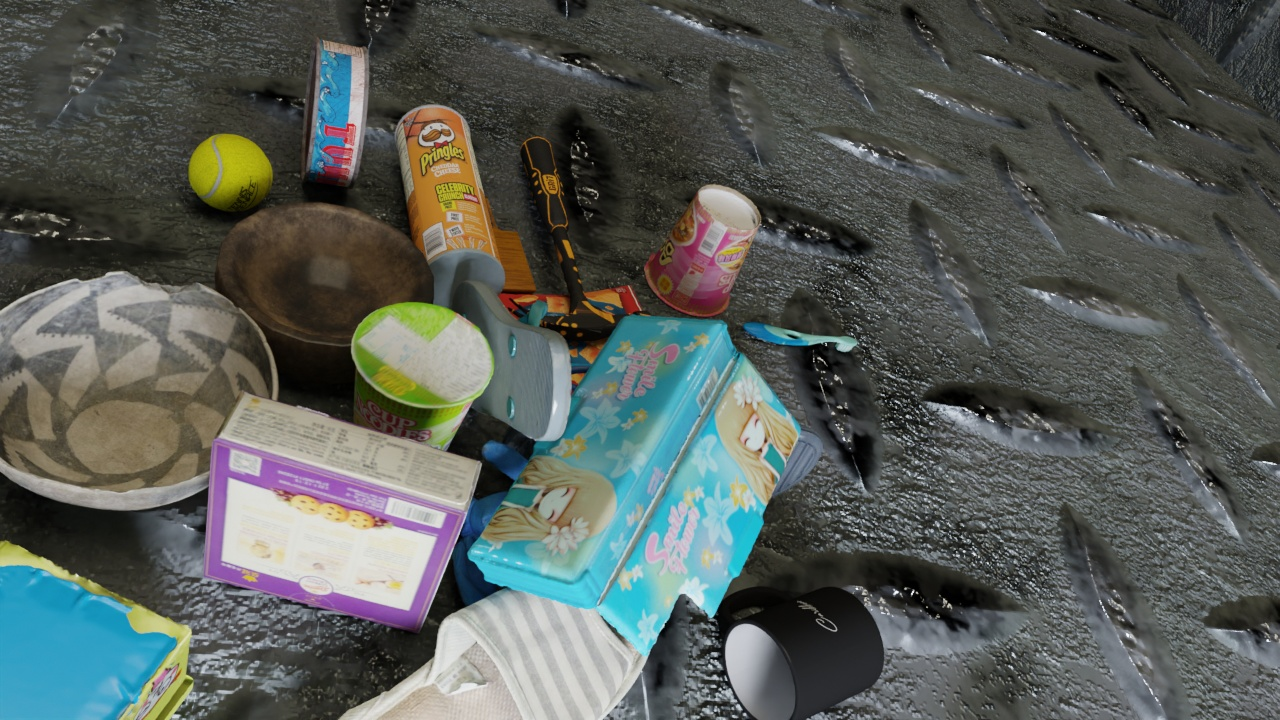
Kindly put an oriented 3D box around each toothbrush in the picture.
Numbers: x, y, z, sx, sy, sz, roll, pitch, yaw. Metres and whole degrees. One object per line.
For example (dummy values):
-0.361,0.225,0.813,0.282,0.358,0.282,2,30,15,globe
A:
0.168,-0.024,0.972,0.135,0.017,0.022,7,46,-18,toothbrush

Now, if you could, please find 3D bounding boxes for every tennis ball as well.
-0.354,-0.161,0.792,0.065,0.066,0.065,15,44,-15,tennis ball

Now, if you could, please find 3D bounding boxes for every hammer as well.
-0.083,-0.127,0.896,0.123,0.036,0.320,0,42,-18,hammer

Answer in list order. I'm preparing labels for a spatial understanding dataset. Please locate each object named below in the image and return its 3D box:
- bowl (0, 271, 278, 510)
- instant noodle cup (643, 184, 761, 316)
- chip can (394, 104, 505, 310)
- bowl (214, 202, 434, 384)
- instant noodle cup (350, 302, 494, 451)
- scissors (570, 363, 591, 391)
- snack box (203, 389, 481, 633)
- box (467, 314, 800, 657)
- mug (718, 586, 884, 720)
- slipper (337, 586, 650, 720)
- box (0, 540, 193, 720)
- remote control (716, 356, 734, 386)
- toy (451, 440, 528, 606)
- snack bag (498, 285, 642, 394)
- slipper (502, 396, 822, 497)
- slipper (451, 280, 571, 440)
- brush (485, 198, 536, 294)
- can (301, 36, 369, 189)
-0.334,0.032,0.600,0.178,0.081,0.178,14,44,-15,bowl
0.069,-0.116,0.938,0.097,0.109,0.097,15,44,-15,instant noodle cup
-0.182,-0.146,0.859,0.075,0.075,0.214,3,47,-26,chip can
-0.251,-0.047,0.730,0.162,0.070,0.162,15,44,-15,bowl
-0.167,0.029,0.671,0.099,0.108,0.098,15,43,-14,instant noodle cup
-0.005,0.004,0.736,0.139,0.011,0.134,-5,38,-19,scissors
-0.186,0.099,0.562,0.143,0.148,0.040,19,42,-10,snack box
0.011,0.073,0.615,0.169,0.086,0.226,28,56,6,box
0.107,0.206,0.675,0.087,0.078,0.113,-9,28,-34,mug
-0.093,0.210,0.566,0.271,0.054,0.114,-30,82,-38,slipper
-0.331,0.207,0.436,0.124,0.083,0.220,26,39,-4,box
0.057,0.009,0.877,0.125,0.018,0.038,7,46,-25,remote control
-0.078,0.114,0.661,0.176,0.071,0.112,-10,75,-14,toy
-0.054,-0.017,0.827,0.143,0.039,0.130,-6,50,-24,snack bag
0.017,0.062,0.753,0.263,0.101,0.082,4,39,-16,slipper
-0.090,0.003,0.687,0.054,0.098,0.269,2,13,-25,slipper
-0.137,-0.107,0.889,0.048,0.017,0.126,0,49,-27,brush
-0.283,-0.226,0.845,0.044,0.130,0.129,4,47,-24,can
